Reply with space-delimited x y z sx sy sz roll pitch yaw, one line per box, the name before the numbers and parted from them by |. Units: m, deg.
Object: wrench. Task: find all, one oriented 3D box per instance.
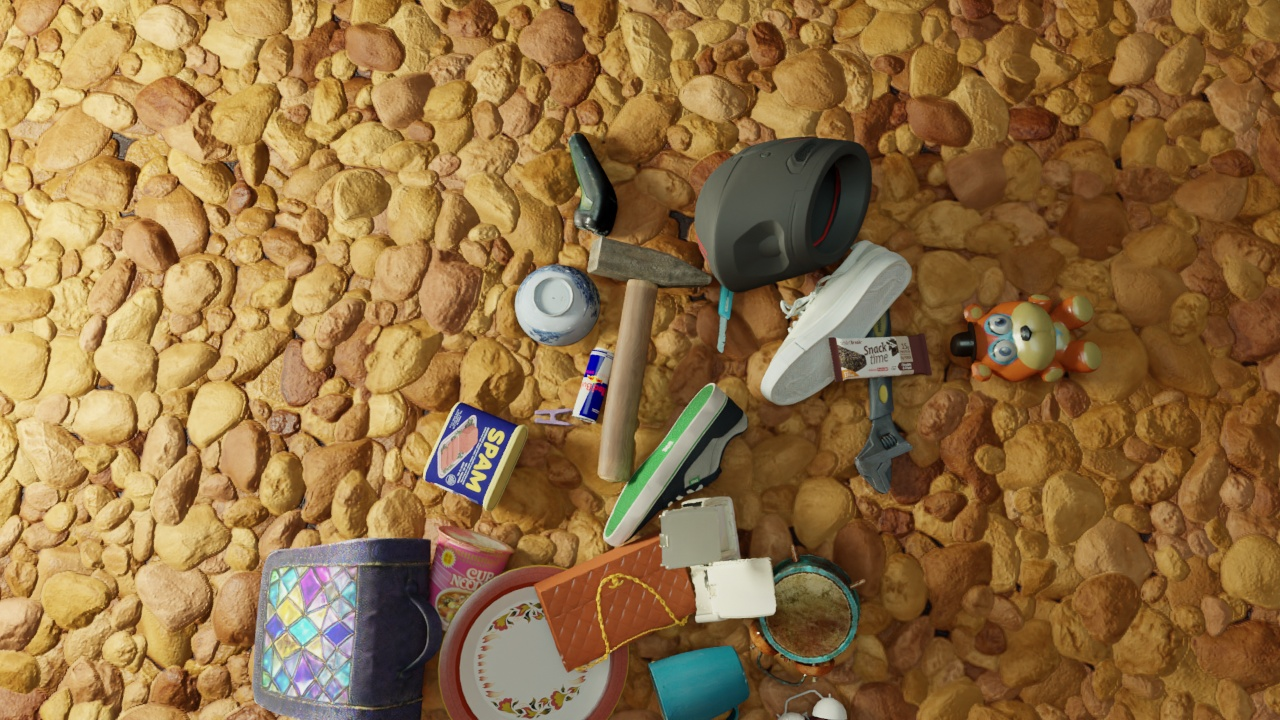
wrench | 0.306 0.033 1.173 0.073 0.022 0.273 0 79 -4

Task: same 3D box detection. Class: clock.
clock | 0.194 0.311 1.097 0.121 0.073 0.158 25 96 12
clock | 0.211 0.453 1.080 0.087 0.044 0.124 -20 78 -2

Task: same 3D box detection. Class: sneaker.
sneaker | 0.048 0.144 1.137 0.079 0.084 0.235 40 84 -12
sneaker | 0.232 -0.051 1.170 0.242 0.089 0.090 -49 43 6

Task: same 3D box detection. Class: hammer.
hammer | -0.007 0.007 1.166 0.157 0.037 0.300 12 84 -19

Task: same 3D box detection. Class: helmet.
helmet | 0.161 -0.188 1.146 0.170 0.164 0.263 12 44 35

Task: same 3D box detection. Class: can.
can | -0.060 0.032 1.183 0.032 0.032 0.095 16 79 5
can | -0.208 0.119 1.160 0.092 0.056 0.116 22 80 8

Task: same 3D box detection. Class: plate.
plate | -0.126 0.360 1.099 0.229 0.021 0.229 1 87 -17

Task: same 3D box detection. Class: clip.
clip | -0.112 0.075 1.187 0.052 0.013 0.035 -2 77 4

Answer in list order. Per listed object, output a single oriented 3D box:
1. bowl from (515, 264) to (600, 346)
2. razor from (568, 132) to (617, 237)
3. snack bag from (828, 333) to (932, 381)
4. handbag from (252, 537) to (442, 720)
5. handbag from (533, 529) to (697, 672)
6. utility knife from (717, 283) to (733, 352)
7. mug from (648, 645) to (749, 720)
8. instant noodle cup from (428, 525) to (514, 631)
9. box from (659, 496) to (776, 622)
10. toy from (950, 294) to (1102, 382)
bowl | -0.111 -0.078 1.201 0.114 0.045 0.114 0 78 2
razor | -0.073 -0.236 1.234 0.067 0.054 0.151 -24 72 15
snack bag | 0.303 -0.005 1.151 0.157 0.013 0.057 -2 79 -27
handbag | -0.323 0.308 1.057 0.222 0.125 0.204 -5 78 27
handbag | -0.025 0.288 1.091 0.171 0.060 0.109 -21 95 -17
utility knife | 0.115 -0.083 1.210 0.022 0.015 0.151 10 80 -22
mug | 0.074 0.396 1.087 0.104 0.084 0.112 -17 106 -7
instant noodle cup | -0.217 0.268 1.115 0.098 0.097 0.108 18 87 6
box | 0.101 0.226 1.041 0.107 0.192 0.143 -12 82 26
toy | 0.479 -0.025 1.149 0.176 0.096 0.112 -9 78 12
